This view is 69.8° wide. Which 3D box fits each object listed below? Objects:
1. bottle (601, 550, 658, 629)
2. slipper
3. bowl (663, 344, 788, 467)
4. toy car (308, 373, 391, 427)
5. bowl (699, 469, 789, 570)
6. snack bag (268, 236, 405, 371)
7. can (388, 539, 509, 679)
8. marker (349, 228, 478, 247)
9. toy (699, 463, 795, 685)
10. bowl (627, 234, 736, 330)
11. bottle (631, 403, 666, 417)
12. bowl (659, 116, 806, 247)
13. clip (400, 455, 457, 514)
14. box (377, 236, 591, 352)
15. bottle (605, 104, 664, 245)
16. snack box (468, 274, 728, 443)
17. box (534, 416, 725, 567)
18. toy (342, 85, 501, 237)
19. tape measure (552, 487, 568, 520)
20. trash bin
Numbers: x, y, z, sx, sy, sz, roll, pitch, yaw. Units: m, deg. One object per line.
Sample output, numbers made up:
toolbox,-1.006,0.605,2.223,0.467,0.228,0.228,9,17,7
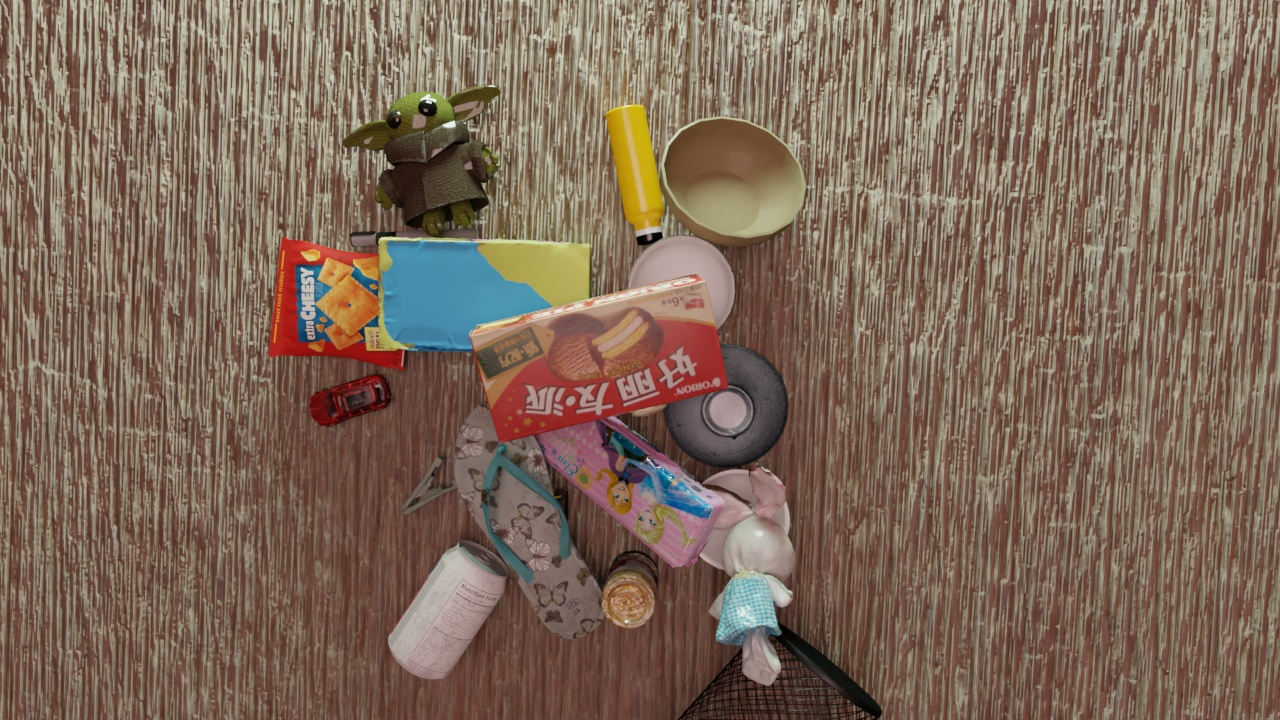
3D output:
bottle,-0.010,0.240,0.969,0.056,0.105,0.056,0,92,3
slipper,-0.124,0.173,0.961,0.098,0.054,0.269,-25,91,4
bowl,0.092,0.051,0.981,0.137,0.057,0.137,0,92,3
toy car,-0.322,0.045,1.015,0.091,0.036,0.042,-17,92,9
bowl,0.104,0.169,0.993,0.110,0.040,0.110,0,94,2
snack bag,-0.325,-0.061,1.006,0.144,0.039,0.131,7,92,-6
can,-0.207,0.270,0.994,0.078,0.078,0.136,34,93,1
marker,-0.249,-0.136,1.012,0.140,0.016,0.016,-2,92,3
toy,0.122,0.216,0.915,0.131,0.105,0.205,-28,58,38
bowl,0.044,-0.074,0.975,0.113,0.063,0.113,0,93,3
bottle,-0.006,0.006,0.992,0.044,0.044,0.109,-18,93,3
bowl,0.091,-0.178,0.958,0.152,0.051,0.152,4,63,-9
clip,-0.236,0.144,1.020,0.076,0.023,0.059,-40,88,2
box,-0.162,-0.068,0.970,0.221,0.081,0.124,0,93,-2
bottle,-0.003,-0.197,0.983,0.043,0.043,0.143,-11,92,3
snack box,-0.041,-0.003,0.911,0.236,0.060,0.113,-13,104,-1
box,-0.015,0.116,0.952,0.230,0.053,0.085,35,111,30
toy,-0.221,-0.210,0.976,0.179,0.078,0.152,-17,89,6
tape measure,-0.112,0.169,1.006,0.064,0.037,0.065,2,90,2
trash bin,0.125,0.393,0.939,0.184,0.184,0.210,38,88,1
